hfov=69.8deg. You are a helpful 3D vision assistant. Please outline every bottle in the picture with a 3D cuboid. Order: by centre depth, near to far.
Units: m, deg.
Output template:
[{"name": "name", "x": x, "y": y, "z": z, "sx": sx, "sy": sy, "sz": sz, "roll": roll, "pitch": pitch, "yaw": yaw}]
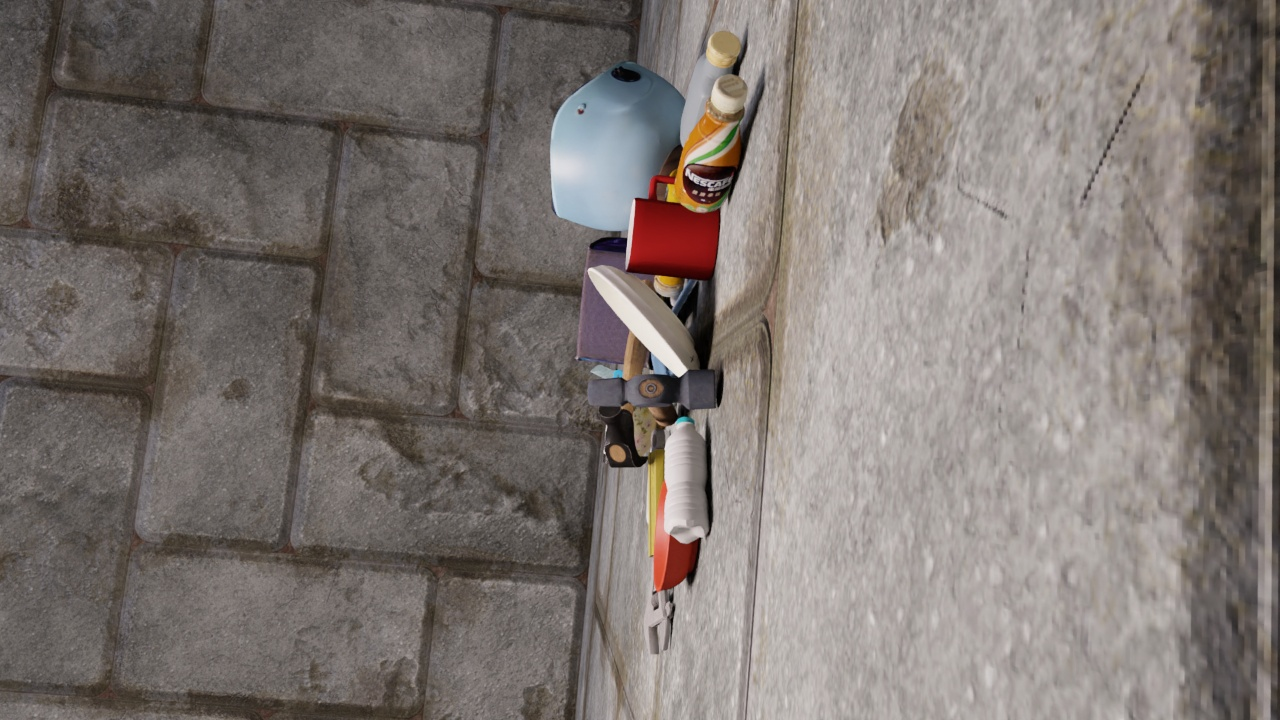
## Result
[{"name": "bottle", "x": 0.074, "y": -0.217, "z": 0.920, "sx": 0.167, "sy": 0.059, "sz": 0.059, "roll": 106, "pitch": 169, "yaw": -63}, {"name": "bottle", "x": 0.047, "y": 0.117, "z": 0.937, "sx": 0.044, "sy": 0.044, "sz": 0.136, "roll": 101, "pitch": 173, "yaw": -50}, {"name": "bottle", "x": 0.080, "y": -0.305, "z": 1.038, "sx": 0.161, "sy": 0.046, "sz": 0.072, "roll": 108, "pitch": 167, "yaw": -68}, {"name": "bottle", "x": 0.049, "y": -0.160, "z": 1.184, "sx": 0.187, "sy": 0.053, "sz": 0.053, "roll": 101, "pitch": 173, "yaw": -49}]

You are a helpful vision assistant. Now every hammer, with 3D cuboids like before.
[{"name": "hammer", "x": 0.022, "y": 0.052, "z": 1.063, "sx": 0.322, "sy": 0.129, "sz": 0.040, "roll": 62, "pitch": -154, "yaw": -80}, {"name": "hammer", "x": -0.007, "y": 0.007, "z": 1.203, "sx": 0.304, "sy": 0.040, "sz": 0.132, "roll": -80, "pitch": -17, "yaw": -45}]

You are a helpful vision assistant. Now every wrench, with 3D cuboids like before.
[{"name": "wrench", "x": 0.022, "y": 0.220, "z": 1.124, "sx": 0.084, "sy": 0.018, "sz": 0.273, "roll": 149, "pitch": 122, "yaw": -69}]

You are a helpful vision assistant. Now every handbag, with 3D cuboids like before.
[{"name": "handbag", "x": -0.019, "y": -0.089, "z": 1.438, "sx": 0.221, "sy": 0.125, "sz": 0.205, "roll": -39, "pitch": -44, "yaw": -80}]

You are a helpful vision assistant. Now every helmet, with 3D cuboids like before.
[{"name": "helmet", "x": -0.010, "y": -0.292, "z": 1.299, "sx": 0.264, "sy": 0.167, "sz": 0.226, "roll": -55, "pitch": -20, "yaw": -37}]

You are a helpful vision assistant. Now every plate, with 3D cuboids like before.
[{"name": "plate", "x": 0.012, "y": -0.047, "z": 1.061, "sx": 0.034, "sy": 0.182, "sz": 0.182, "roll": -43, "pitch": 2, "yaw": -5}]

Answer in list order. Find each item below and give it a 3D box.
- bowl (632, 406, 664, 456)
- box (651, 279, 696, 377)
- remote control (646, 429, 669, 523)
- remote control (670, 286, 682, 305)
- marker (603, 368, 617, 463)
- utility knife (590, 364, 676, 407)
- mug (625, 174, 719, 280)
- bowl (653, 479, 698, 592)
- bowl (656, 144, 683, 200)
[{"name": "bowl", "x": 0.002, "y": 0.091, "z": 1.384, "sx": 0.145, "sy": 0.063, "sz": 0.145, "roll": -177, "pitch": 92, "yaw": -85}, {"name": "box", "x": 0.040, "y": -0.032, "z": 1.239, "sx": 0.209, "sy": 0.039, "sz": 0.126, "roll": 120, "pitch": 156, "yaw": -78}, {"name": "remote control", "x": 0.025, "y": 0.160, "z": 1.254, "sx": 0.138, "sy": 0.025, "sz": 0.060, "roll": -87, "pitch": 5, "yaw": -49}, {"name": "remote control", "x": 0.058, "y": -0.138, "z": 1.299, "sx": 0.033, "sy": 0.012, "sz": 0.131, "roll": -91, "pitch": 8, "yaw": -54}, {"name": "marker", "x": -0.041, "y": 0.084, "z": 1.391, "sx": 0.019, "sy": 0.019, "sz": 0.146, "roll": -112, "pitch": 27, "yaw": -80}, {"name": "utility knife", "x": -0.012, "y": 0.036, "z": 1.314, "sx": 0.198, "sy": 0.015, "sz": 0.031, "roll": 21, "pitch": 71, "yaw": 50}, {"name": "mug", "x": 0.037, "y": -0.155, "z": 1.058, "sx": 0.080, "sy": 0.096, "sz": 0.116, "roll": 143, "pitch": 133, "yaw": -84}, {"name": "bowl", "x": 0.040, "y": 0.189, "z": 0.990, "sx": 0.122, "sy": 0.035, "sz": 0.122, "roll": -176, "pitch": 92, "yaw": -85}, {"name": "bowl", "x": 0.052, "y": -0.223, "z": 1.216, "sx": 0.119, "sy": 0.032, "sz": 0.119, "roll": 21, "pitch": -91, "yaw": -75}]
